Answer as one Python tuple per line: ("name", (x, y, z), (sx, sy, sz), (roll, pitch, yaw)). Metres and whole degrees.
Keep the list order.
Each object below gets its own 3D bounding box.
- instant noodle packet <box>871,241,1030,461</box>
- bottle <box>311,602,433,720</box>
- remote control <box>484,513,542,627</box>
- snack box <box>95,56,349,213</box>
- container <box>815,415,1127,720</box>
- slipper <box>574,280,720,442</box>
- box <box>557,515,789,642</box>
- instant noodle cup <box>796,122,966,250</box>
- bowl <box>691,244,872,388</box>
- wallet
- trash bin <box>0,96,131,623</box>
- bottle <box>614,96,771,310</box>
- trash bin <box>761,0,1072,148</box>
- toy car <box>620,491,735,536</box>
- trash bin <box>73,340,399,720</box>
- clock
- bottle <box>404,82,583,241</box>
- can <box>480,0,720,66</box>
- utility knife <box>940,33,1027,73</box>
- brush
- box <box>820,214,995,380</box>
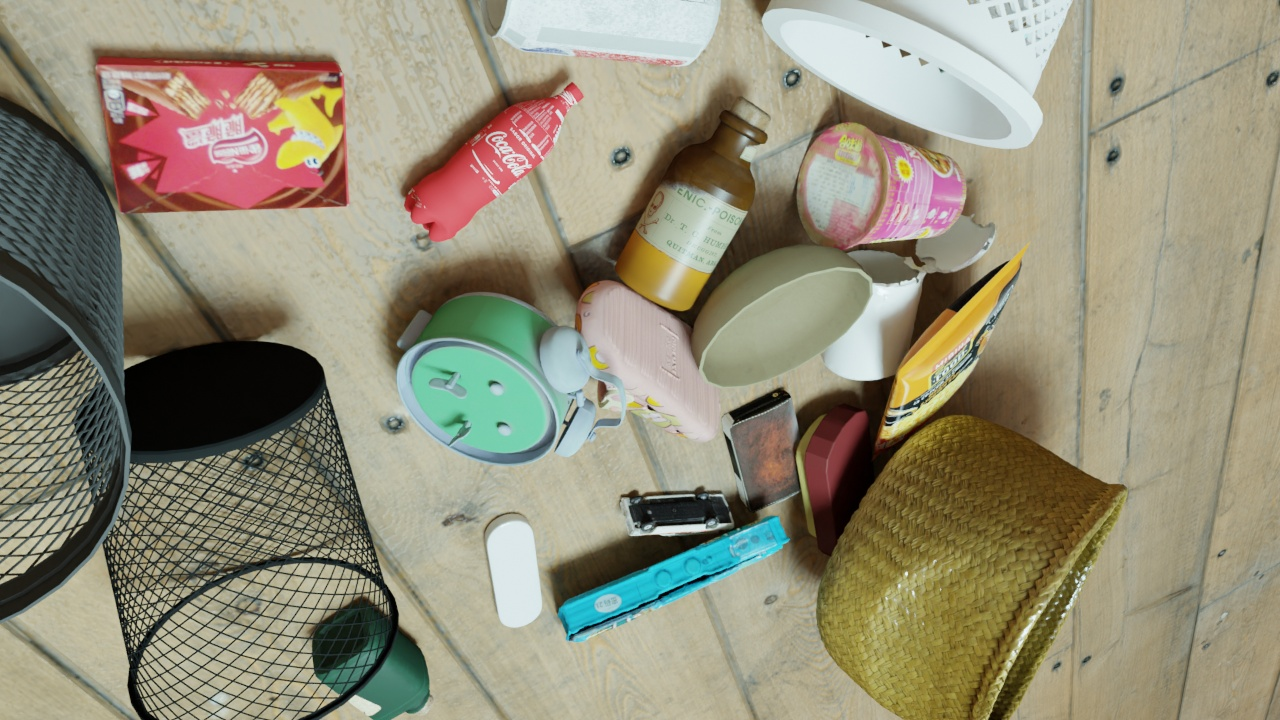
("instant noodle packet", (0.274, 0.002, 0.831), (0.159, 0.032, 0.221), (-42, 156, -12))
("bottle", (-0.227, 0.278, 0.816), (0.061, 0.061, 0.131), (-31, 129, -1))
("remote control", (-0.116, 0.196, 0.846), (0.043, 0.013, 0.137), (-14, 126, -17))
("snack box", (-0.249, -0.136, 0.559), (0.132, 0.021, 0.089), (-6, 123, -22))
("container", (0.317, 0.206, 0.901), (0.306, 0.197, 0.308), (-35, 141, -34))
("slipper", (-0.004, 0.004, 0.739), (0.082, 0.093, 0.197), (-13, 147, 29))
("box", (0.031, 0.214, 0.888), (0.226, 0.041, 0.094), (-20, 164, -13))
("instant noodle cup", (0.198, -0.136, 0.735), (0.108, 0.097, 0.098), (-3, 122, -33))
("bowl", (0.105, -0.042, 0.731), (0.152, 0.050, 0.152), (-21, 152, -11))
("wallet", (0.123, 0.089, 0.888), (0.072, 0.019, 0.123), (-25, 128, -9))
("trash bin", (-0.367, -0.017, 0.447), (0.217, 0.227, 0.218), (-12, 125, -18))
("bottle", (0.045, -0.119, 0.683), (0.067, 0.068, 0.157), (18, 112, -34))
("trash bin", (0.213, -0.274, 0.599), (0.195, 0.195, 0.200), (20, 101, -34))
("toy car", (0.033, 0.150, 0.876), (0.113, 0.039, 0.039), (1, 140, -26))
("trash bin", (-0.270, 0.111, 0.619), (0.183, 0.184, 0.210), (-11, 119, -19))
("clock", (-0.090, 0.020, 0.656), (0.162, 0.075, 0.122), (9, 133, 13))
("bottle", (-0.096, -0.137, 0.618), (0.141, 0.042, 0.042), (-40, 129, 2))
("can", (-0.025, -0.229, 0.570), (0.136, 0.078, 0.078), (-3, 122, -24))
("utility knife", (0.267, -0.240, 0.745), (0.126, 0.015, 0.022), (-27, 160, -6))
("brush", (0.194, 0.120, 0.913), (0.082, 0.042, 0.173), (-45, 136, -32))
("box", (0.232, -0.058, 0.804), (0.141, 0.083, 0.140), (-6, 122, -9))
